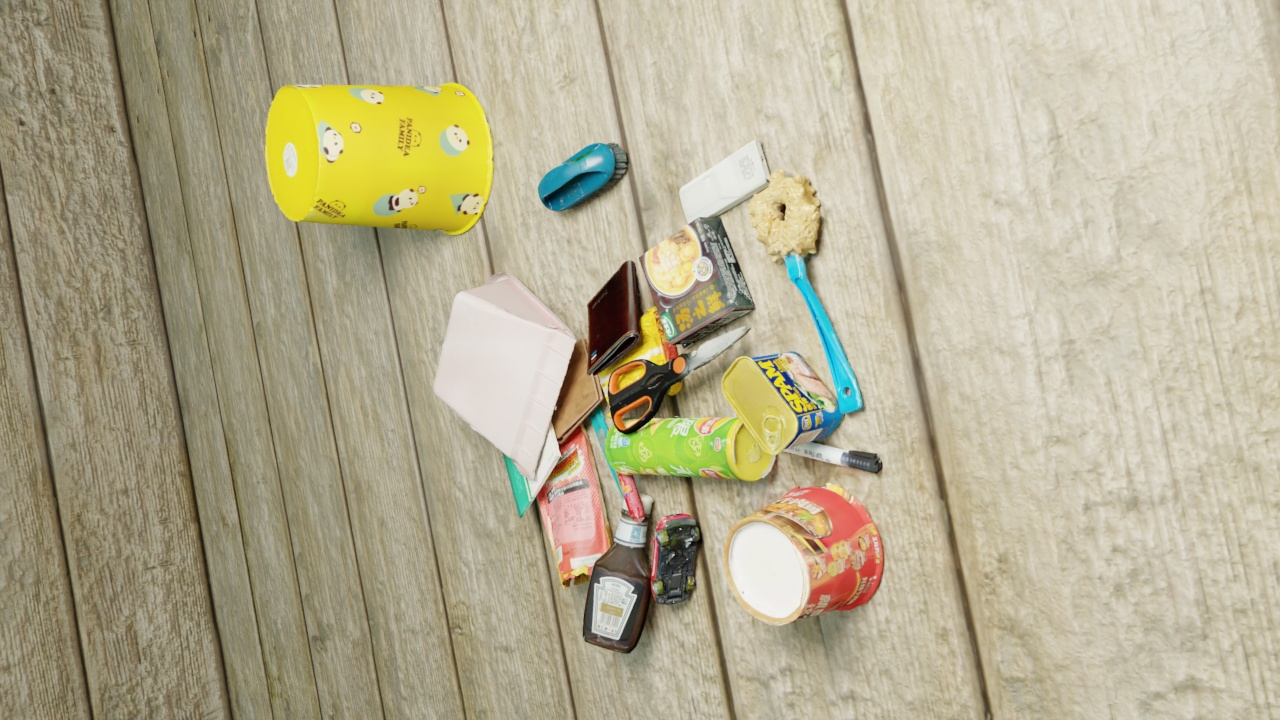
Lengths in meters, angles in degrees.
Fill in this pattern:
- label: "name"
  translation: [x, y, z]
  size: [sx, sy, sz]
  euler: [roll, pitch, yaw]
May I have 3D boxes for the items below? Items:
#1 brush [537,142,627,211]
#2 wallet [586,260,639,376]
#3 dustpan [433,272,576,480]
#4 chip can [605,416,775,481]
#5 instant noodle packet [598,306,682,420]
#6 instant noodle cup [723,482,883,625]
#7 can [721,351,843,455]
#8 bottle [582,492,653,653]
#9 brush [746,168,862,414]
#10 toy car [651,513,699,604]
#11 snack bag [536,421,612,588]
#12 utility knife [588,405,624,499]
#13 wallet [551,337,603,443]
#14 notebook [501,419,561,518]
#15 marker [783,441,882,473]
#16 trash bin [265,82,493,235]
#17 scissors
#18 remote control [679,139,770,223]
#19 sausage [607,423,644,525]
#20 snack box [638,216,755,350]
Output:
- label: "brush"
  translation: [-0.083, -0.228, 1.148]
  size: [0.144, 0.073, 0.055]
  euler: [-20, 86, 47]
- label: "wallet"
  translation: [-0.035, -0.051, 1.124]
  size: [0.097, 0.020, 0.122]
  euler: [-40, 39, 36]
- label: "dustpan"
  translation: [-0.178, -0.004, 1.297]
  size: [0.273, 0.138, 0.223]
  euler: [32, 115, 22]
- label: "chip can"
  translation: [0.050, 0.100, 1.060]
  size: [0.222, 0.072, 0.072]
  euler: [-5, 93, 48]
- label: "instant noodle packet"
  translation: [-0.007, 0.007, 1.127]
  size: [0.129, 0.044, 0.110]
  euler: [-28, 69, 43]
- label: "instant noodle cup"
  translation: [0.159, 0.202, 0.930]
  size: [0.138, 0.108, 0.138]
  euler: [11, 105, 46]
- label: "can"
  translation: [0.146, 0.040, 0.935]
  size: [0.102, 0.083, 0.057]
  euler: [55, 132, 26]
- label: "bottle"
  translation: [-0.021, 0.264, 1.157]
  size: [0.080, 0.044, 0.195]
  euler: [12, 91, 15]
- label: "brush"
  translation: [0.173, -0.070, 0.926]
  size: [0.083, 0.045, 0.254]
  euler: [-24, 83, 43]
- label: "toy car"
  translation: [0.038, 0.238, 1.110]
  size: [0.045, 0.052, 0.121]
  euler: [-132, 44, -58]
- label: "snack bag"
  translation: [-0.095, 0.196, 1.246]
  size: [0.129, 0.073, 0.207]
  euler: [-31, 65, 39]
- label: "utility knife"
  translation: [-0.038, 0.124, 1.204]
  size: [0.029, 0.013, 0.171]
  euler: [-41, 67, 46]
- label: "wallet"
  translation: [-0.093, 0.040, 1.228]
  size: [0.116, 0.020, 0.101]
  euler: [-46, 48, 38]
- label: "notebook"
  translation: [-0.166, 0.095, 1.299]
  size: [0.151, 0.012, 0.209]
  euler: [-57, 40, 38]
- label: "marker"
  translation: [0.189, 0.094, 0.946]
  size: [0.131, 0.018, 0.023]
  euler: [12, 110, 45]
- label: "trash bin"
  translation: [-0.382, -0.294, 1.330]
  size: [0.230, 0.254, 0.230]
  euler: [11, 105, 46]
- label: "scissors"
  translation: [0.044, 0.025, 1.028]
  size: [0.235, 0.021, 0.124]
  euler: [-8, 75, 47]
- label: "remote control"
  translation: [0.090, -0.191, 1.001]
  size: [0.125, 0.024, 0.049]
  euler: [-25, 79, 46]
- label: "sausage"
  translation: [-0.020, 0.141, 1.151]
  size: [0.020, 0.020, 0.155]
  euler: [-57, 37, 36]
- label: "snack box"
  translation: [0.057, -0.084, 1.042]
  size: [0.126, 0.053, 0.113]
  euler: [-30, 74, 41]
